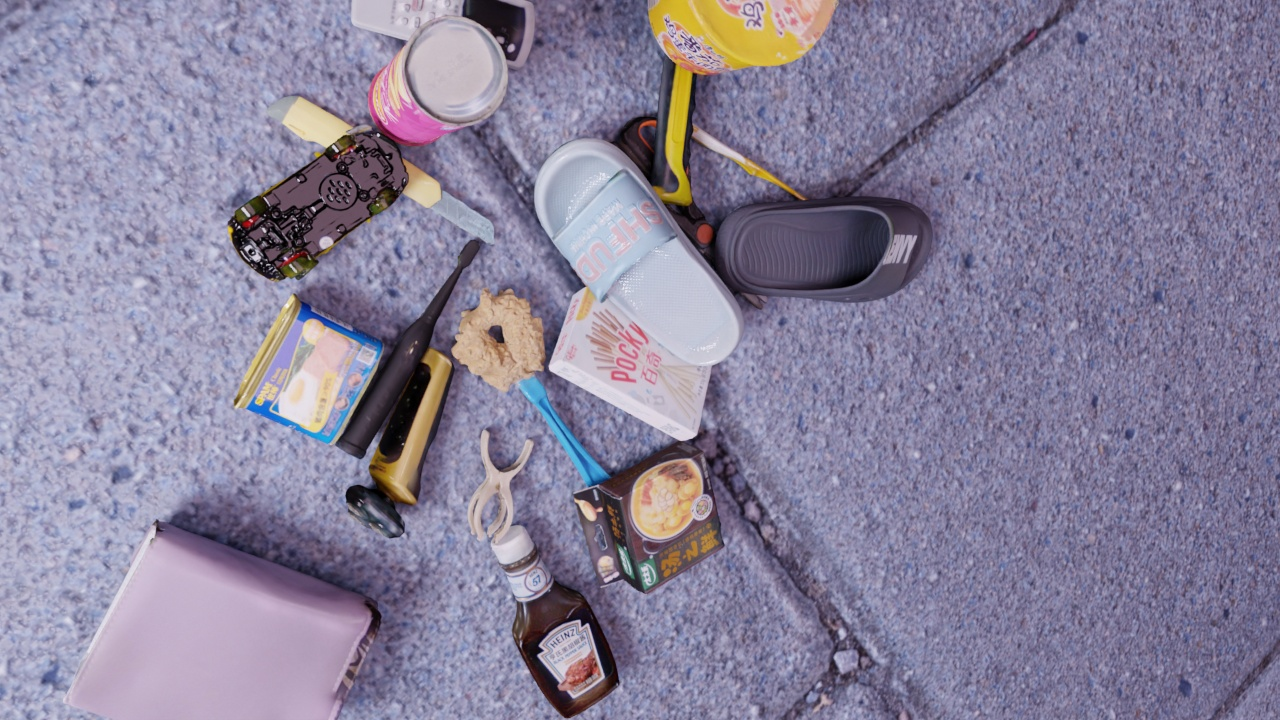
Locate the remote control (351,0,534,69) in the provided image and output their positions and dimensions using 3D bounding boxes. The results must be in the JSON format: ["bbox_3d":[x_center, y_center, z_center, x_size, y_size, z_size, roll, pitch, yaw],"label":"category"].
[{"bbox_3d":[-0.163,-0.290,0.768,0.150,0.021,0.058,8,96,-22],"label":"remote control"}]

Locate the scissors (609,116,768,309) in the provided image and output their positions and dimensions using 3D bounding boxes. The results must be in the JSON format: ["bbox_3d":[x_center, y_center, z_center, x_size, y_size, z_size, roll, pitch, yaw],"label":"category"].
[{"bbox_3d":[0.039,-0.120,0.876,0.141,0.022,0.235,-30,106,-22],"label":"scissors"}]

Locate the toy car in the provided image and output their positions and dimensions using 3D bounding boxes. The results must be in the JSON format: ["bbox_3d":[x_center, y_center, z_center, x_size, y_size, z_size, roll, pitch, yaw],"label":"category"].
[{"bbox_3d":[-0.259,-0.127,0.747,0.155,0.041,0.071,-39,111,-6],"label":"toy car"}]

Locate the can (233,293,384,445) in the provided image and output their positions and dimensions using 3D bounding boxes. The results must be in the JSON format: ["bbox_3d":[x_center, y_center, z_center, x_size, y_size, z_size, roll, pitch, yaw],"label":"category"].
[{"bbox_3d":[-0.272,0.009,0.759,0.083,0.057,0.102,30,88,-26],"label":"can"}]

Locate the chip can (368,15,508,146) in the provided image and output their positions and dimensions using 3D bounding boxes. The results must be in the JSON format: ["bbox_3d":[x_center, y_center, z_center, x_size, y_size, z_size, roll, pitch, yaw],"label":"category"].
[{"bbox_3d":[-0.157,-0.201,0.683,0.071,0.211,0.071,-4,101,-21],"label":"chip can"}]

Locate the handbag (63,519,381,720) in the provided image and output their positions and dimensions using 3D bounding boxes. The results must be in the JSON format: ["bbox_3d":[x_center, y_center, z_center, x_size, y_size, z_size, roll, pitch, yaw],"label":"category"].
[{"bbox_3d":[-0.333,0.230,0.750,0.197,0.098,0.145,29,89,-23],"label":"handbag"}]

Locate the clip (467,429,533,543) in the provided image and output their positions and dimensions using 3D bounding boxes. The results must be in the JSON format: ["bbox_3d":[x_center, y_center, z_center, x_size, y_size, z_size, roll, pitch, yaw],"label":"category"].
[{"bbox_3d":[-0.134,0.116,0.847,0.071,0.035,0.100,16,88,-23],"label":"clip"}]

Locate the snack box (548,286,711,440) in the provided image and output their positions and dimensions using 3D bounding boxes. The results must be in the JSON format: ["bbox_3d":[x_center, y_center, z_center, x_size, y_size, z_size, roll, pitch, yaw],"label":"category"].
[{"bbox_3d":[-0.005,0.005,0.862,0.156,0.027,0.084,30,56,-24],"label":"snack box"}]

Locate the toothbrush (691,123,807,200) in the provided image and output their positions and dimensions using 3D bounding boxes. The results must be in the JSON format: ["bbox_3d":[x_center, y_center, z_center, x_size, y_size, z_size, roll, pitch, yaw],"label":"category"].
[{"bbox_3d":[0.104,-0.187,0.898,0.191,0.016,0.018,26,97,-24],"label":"toothbrush"}]

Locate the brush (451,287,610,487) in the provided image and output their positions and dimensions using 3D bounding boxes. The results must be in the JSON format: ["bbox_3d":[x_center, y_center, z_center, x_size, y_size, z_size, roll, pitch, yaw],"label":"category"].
[{"bbox_3d":[-0.087,0.044,0.853,0.083,0.046,0.255,-40,115,-16],"label":"brush"}]

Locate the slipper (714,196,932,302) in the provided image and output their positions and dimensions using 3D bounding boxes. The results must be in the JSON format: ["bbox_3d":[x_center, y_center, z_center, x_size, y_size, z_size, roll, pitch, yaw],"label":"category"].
[{"bbox_3d":[0.201,-0.104,0.905,0.267,0.083,0.111,-5,106,-29],"label":"slipper"}]

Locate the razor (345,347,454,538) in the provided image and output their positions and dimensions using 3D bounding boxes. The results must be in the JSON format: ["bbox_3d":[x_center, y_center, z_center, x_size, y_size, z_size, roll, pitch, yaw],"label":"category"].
[{"bbox_3d":[-0.206,0.069,0.798,0.067,0.062,0.167,28,81,-58],"label":"razor"}]

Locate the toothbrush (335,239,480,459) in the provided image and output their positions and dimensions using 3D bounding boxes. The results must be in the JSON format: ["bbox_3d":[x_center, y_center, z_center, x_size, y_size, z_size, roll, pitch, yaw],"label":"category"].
[{"bbox_3d":[-0.196,-0.014,0.789,0.026,0.027,0.212,33,78,-24],"label":"toothbrush"}]

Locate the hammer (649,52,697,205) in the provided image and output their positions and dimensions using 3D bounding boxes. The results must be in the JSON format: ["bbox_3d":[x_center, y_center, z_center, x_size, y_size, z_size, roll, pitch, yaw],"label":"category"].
[{"bbox_3d":[0.038,-0.304,0.829,0.126,0.032,0.323,6,93,-21],"label":"hammer"}]

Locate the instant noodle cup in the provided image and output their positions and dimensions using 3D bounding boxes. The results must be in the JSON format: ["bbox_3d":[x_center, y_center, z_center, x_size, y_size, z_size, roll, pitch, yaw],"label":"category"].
[{"bbox_3d":[0.076,-0.305,0.768,0.138,0.110,0.138,-2,95,-21],"label":"instant noodle cup"}]

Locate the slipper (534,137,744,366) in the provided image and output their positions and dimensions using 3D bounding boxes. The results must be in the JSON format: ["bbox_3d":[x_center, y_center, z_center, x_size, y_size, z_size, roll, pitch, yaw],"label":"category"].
[{"bbox_3d":[-0.002,-0.084,0.816,0.104,0.074,0.245,-36,107,25],"label":"slipper"}]

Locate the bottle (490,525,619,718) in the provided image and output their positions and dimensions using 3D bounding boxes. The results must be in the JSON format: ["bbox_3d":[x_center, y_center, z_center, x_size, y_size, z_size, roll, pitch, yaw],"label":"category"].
[{"bbox_3d":[-0.087,0.248,0.883,0.079,0.044,0.195,-28,108,-16],"label":"bottle"}]

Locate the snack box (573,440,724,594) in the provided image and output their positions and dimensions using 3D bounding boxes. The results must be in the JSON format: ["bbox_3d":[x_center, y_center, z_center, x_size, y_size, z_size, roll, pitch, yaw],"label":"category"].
[{"bbox_3d":[0.012,0.156,0.893,0.125,0.053,0.113,-26,115,-28],"label":"snack box"}]

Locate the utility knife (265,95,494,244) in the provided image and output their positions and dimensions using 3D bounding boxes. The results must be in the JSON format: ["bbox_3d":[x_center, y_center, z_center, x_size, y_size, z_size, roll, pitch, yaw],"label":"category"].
[{"bbox_3d":[-0.210,-0.159,0.774,0.210,0.022,0.031,31,90,-17],"label":"utility knife"}]
